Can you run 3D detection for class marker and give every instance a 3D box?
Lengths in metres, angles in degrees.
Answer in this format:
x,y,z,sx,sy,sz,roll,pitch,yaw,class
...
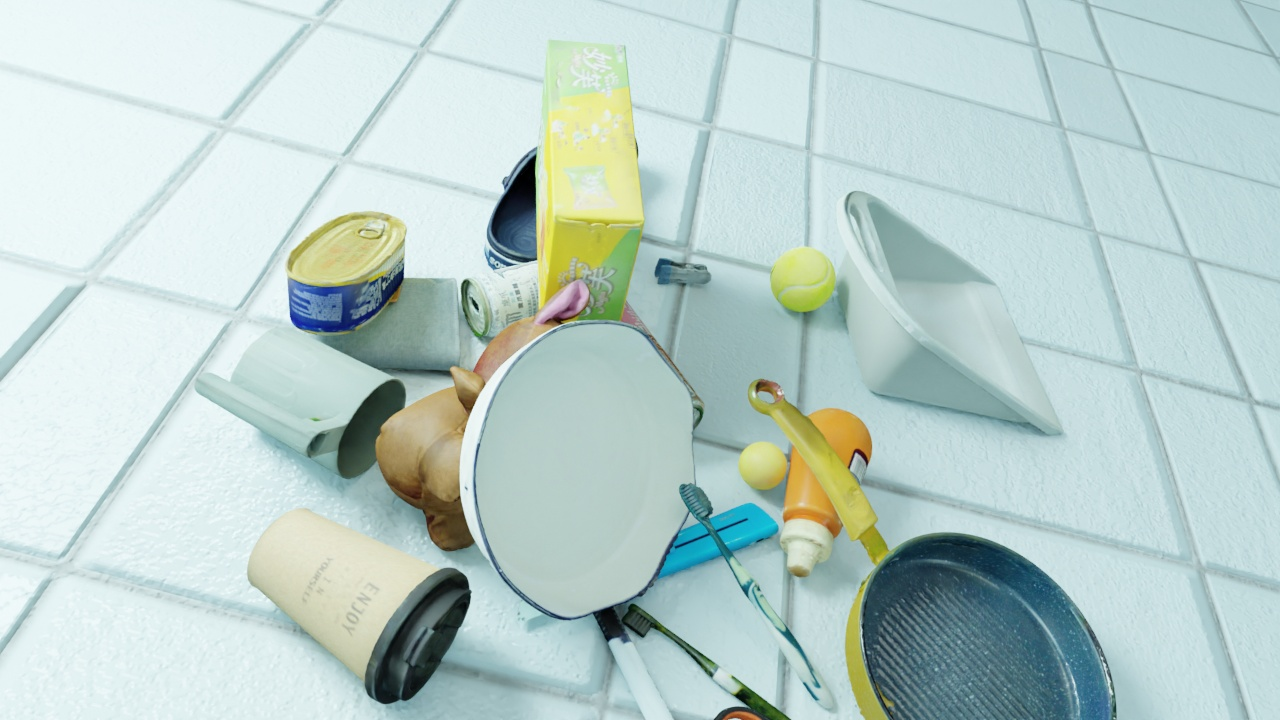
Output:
x,y,z,sx,sy,sz,roll,pitch,yaw,class
-0.001,0.220,0.631,0.018,0.023,0.130,-30,57,-6,marker

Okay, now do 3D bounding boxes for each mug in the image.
x,y,z,sx,sy,sz,roll,pitch,yaw,class
-0.250,0.031,0.678,0.103,0.084,0.123,26,9,12,mug

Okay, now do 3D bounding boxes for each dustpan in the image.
x,y,z,sx,sy,sz,roll,pitch,yaw,class
0.294,-0.064,0.895,0.257,0.143,0.222,5,47,-10,dustpan

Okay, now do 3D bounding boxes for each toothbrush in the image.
x,y,z,sx,sy,sz,roll,pitch,yaw,class
0.085,0.168,0.664,0.016,0.018,0.191,-29,81,-41,toothbrush
0.064,0.232,0.645,0.186,0.012,0.017,33,54,15,toothbrush

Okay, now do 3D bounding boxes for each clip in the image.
x,y,z,sx,sy,sz,roll,pitch,yaw,class
0.043,-0.088,0.928,0.058,0.026,0.036,3,40,-18,clip

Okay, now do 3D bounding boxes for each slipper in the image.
x,y,z,sx,sy,sz,roll,pitch,yaw,class
-0.082,-0.182,0.934,0.105,0.095,0.252,26,50,5,slipper

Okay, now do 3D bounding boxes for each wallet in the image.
x,y,z,sx,sy,sz,roll,pitch,yaw,class
-0.223,-0.038,0.798,0.129,0.037,0.106,1,49,-15,wallet

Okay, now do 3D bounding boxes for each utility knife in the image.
x,y,z,sx,sy,sz,roll,pitch,yaw,class
0.007,0.154,0.698,0.222,0.018,0.034,-16,53,-26,utility knife

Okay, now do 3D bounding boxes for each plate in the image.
x,y,z,sx,sy,sz,roll,pitch,yaw,class
-0.042,0.073,0.639,0.046,0.205,0.204,4,31,44,plate

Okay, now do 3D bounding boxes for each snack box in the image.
x,y,z,sx,sy,sz,roll,pitch,yaw,class
-0.049,-0.139,0.769,0.070,0.158,0.209,1,55,-10,snack box

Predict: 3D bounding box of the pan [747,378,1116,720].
x,y,z,sx,sy,sz,roll,pitch,yaw,class
0.197,0.158,0.679,0.197,0.078,0.357,-32,68,-34,pan

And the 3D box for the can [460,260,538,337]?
x,y,z,sx,sy,sz,roll,pitch,yaw,class
-0.087,-0.064,0.845,0.146,0.058,0.058,-16,54,-28,can

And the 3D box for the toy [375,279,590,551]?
x,y,z,sx,sy,sz,roll,pitch,yaw,class
-0.096,0.039,0.688,0.130,0.140,0.199,31,54,11,toy

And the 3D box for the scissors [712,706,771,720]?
x,y,z,sx,sy,sz,roll,pitch,yaw,class
0.032,0.310,0.553,0.221,0.022,0.231,24,54,3,scissors

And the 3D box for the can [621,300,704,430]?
x,y,z,sx,sy,sz,roll,pitch,yaw,class
-0.005,0.005,0.804,0.057,0.058,0.147,-18,55,-29,can

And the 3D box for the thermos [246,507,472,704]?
x,y,z,sx,sy,sz,roll,pitch,yaw,class
-0.182,0.155,0.599,0.143,0.093,0.092,25,46,18,thermos

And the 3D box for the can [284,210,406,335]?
x,y,z,sx,sy,sz,roll,pitch,yaw,class
-0.242,-0.075,0.763,0.074,0.049,0.147,10,31,1,can

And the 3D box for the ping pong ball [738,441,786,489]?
x,y,z,sx,sy,sz,roll,pitch,yaw,class
0.102,0.088,0.768,0.040,0.040,0.040,8,47,-9,ping pong ball

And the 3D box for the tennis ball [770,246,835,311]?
x,y,z,sx,sy,sz,roll,pitch,yaw,class
0.164,-0.082,0.925,0.065,0.066,0.065,8,47,-9,tennis ball

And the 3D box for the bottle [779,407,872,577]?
x,y,z,sx,sy,sz,roll,pitch,yaw,class
0.146,0.110,0.750,0.067,0.067,0.149,21,53,4,bottle
